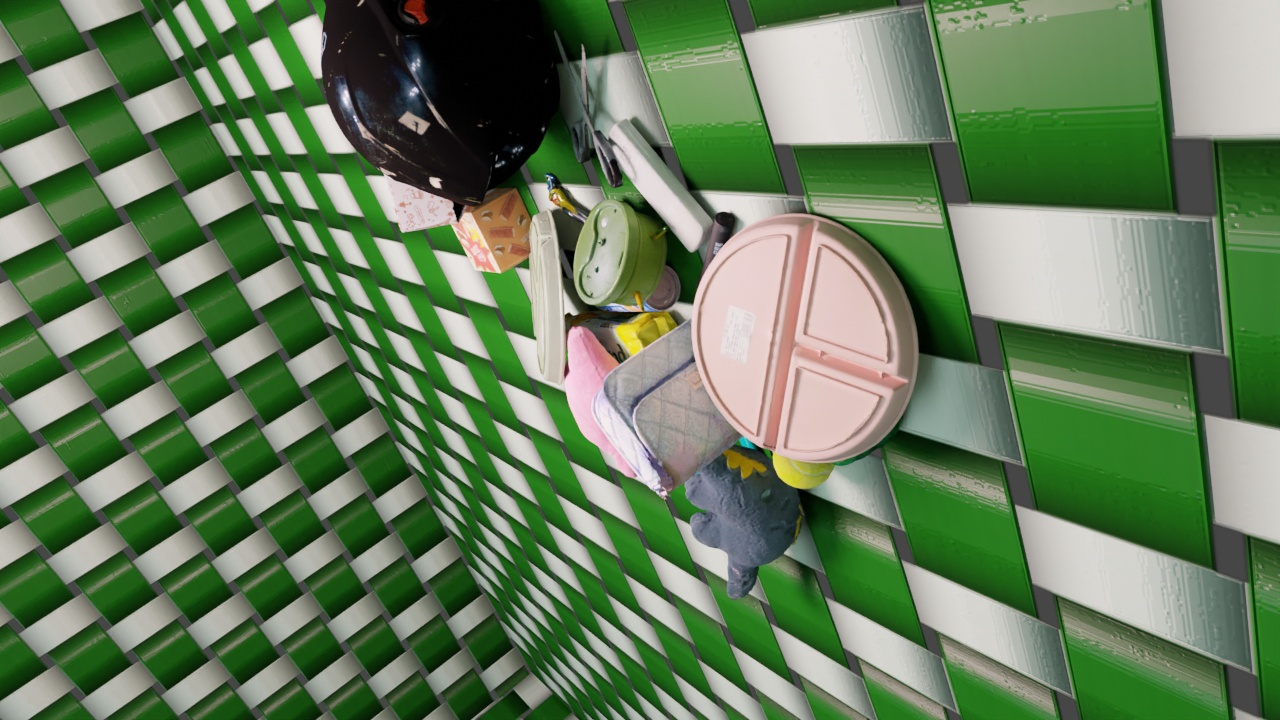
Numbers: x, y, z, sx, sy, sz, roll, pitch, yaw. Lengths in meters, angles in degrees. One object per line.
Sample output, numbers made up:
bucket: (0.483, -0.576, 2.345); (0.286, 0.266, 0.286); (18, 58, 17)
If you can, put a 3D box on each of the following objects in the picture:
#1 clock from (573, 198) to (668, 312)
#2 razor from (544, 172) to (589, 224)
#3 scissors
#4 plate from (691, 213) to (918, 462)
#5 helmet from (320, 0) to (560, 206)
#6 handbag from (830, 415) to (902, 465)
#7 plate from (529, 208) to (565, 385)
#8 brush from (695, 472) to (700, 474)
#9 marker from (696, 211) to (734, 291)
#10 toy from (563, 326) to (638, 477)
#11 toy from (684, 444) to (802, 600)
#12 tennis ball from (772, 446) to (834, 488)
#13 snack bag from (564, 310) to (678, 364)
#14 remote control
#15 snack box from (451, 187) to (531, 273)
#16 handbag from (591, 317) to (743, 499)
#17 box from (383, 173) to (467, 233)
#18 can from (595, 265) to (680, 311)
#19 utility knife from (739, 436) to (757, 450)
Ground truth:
clock: (-0.030, -0.118, 1.017); (0.161, 0.056, 0.116); (30, 106, 56)
razor: (-0.074, -0.179, 1.121); (0.143, 0.022, 0.043); (38, 153, 32)
scissors: (-0.059, -0.263, 0.971); (0.177, 0.014, 0.159); (70, 165, -5)
plate: (0.136, -0.015, 0.822); (0.230, 0.028, 0.230); (15, 113, 39)
helmet: (-0.225, -0.300, 0.993); (0.274, 0.229, 0.234); (20, 162, -17)
handbag: (0.185, 0.025, 0.862); (0.131, 0.067, 0.120); (47, 144, 23)
plate: (-0.123, -0.081, 1.190); (0.230, 0.027, 0.230); (175, 91, -80)
brush: (0.025, 0.124, 1.319); (0.255, 0.045, 0.083); (39, 147, 25)
marker: (0.076, -0.106, 0.945); (0.132, 0.020, 0.022); (101, 153, -59)
toy: (-0.055, 0.038, 1.140); (0.178, 0.074, 0.195); (46, 154, 45)
toy: (0.123, 0.182, 1.096); (0.357, 0.138, 0.091); (71, -173, -45)
tennis ball: (0.174, 0.104, 0.975); (0.065, 0.065, 0.066); (42, 153, 27)
snack bag: (-0.007, 0.007, 1.180); (0.247, 0.068, 0.158); (8, 129, 58)
remote control: (0.020, -0.180, 0.944); (0.150, 0.021, 0.058); (52, 162, 8)
snack box: (-0.204, -0.182, 1.287); (0.093, 0.076, 0.094); (13, 133, 56)
handbag: (0.055, 0.035, 0.949); (0.134, 0.193, 0.076); (51, 155, 7)
box: (-0.301, -0.314, 1.192); (0.177, 0.088, 0.262); (-96, -7, -66)
can: (-0.010, -0.084, 1.086); (0.135, 0.053, 0.053); (4, 126, 60)
utility knife: (0.112, 0.060, 1.096); (0.029, 0.013, 0.193); (9, 132, 56)
